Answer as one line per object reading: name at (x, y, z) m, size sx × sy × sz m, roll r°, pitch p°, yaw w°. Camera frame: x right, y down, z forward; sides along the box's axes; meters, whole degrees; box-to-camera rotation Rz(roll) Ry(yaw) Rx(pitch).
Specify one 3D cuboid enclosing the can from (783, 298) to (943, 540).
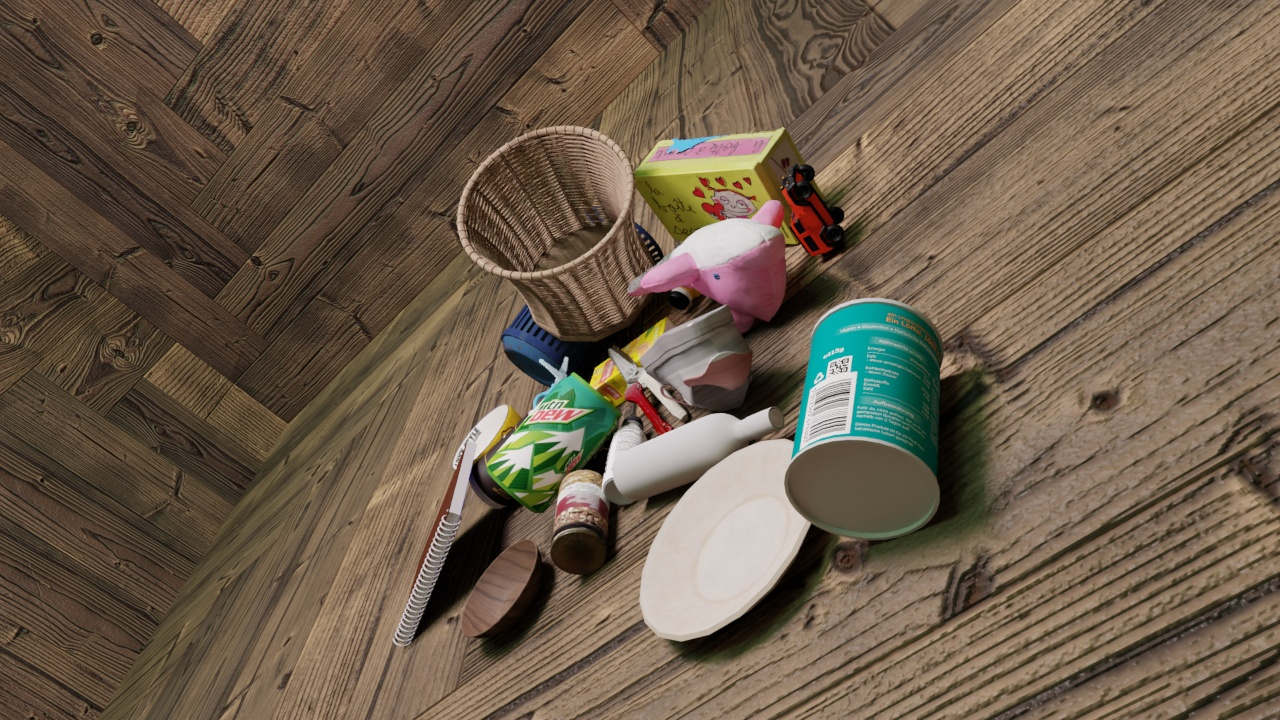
can at (0.162, 0.039, 0.651) m, size 0.099 × 0.099 × 0.143 m, roll -31°, pitch 26°, yaw 38°

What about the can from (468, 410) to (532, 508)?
can at (-0.155, 0.127, 1.181) m, size 0.129 × 0.072 × 0.071 m, roll -43°, pitch 20°, yaw 14°

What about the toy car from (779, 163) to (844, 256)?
toy car at (0.180, -0.157, 0.974) m, size 0.049 × 0.100 × 0.051 m, roll -29°, pitch 24°, yaw 29°

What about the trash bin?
trash bin at (-0.089, -0.086, 1.346) m, size 0.249 × 0.139 × 0.139 m, roll -56°, pitch 21°, yaw -17°

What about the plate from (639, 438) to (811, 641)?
plate at (0.074, 0.146, 0.738) m, size 0.189 × 0.027 × 0.188 m, roll -41°, pitch 21°, yaw 19°

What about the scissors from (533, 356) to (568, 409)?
scissors at (-0.088, 0.033, 1.204) m, size 0.138 × 0.118 × 0.015 m, roll -82°, pitch -2°, yaw -52°

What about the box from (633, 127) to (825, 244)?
box at (0.102, -0.211, 1.134) m, size 0.221 × 0.124 × 0.079 m, roll 9°, pitch 56°, yaw 46°

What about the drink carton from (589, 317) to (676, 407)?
drink carton at (-0.007, 0.007, 1.141) m, size 0.135 × 0.043 × 0.058 m, roll -35°, pitch 25°, yaw 33°

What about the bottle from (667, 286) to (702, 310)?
bottle at (0.082, -0.128, 1.207) m, size 0.043 × 0.043 × 0.143 m, roll -14°, pitch 39°, yaw 57°

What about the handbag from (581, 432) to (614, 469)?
handbag at (-0.063, 0.093, 1.102) m, size 0.079 × 0.054 × 0.128 m, roll -32°, pitch 20°, yaw 11°

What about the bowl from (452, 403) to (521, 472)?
bowl at (-0.199, 0.125, 1.280) m, size 0.117 × 0.067 × 0.117 m, roll -40°, pitch 22°, yaw 19°

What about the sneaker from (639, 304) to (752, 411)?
sneaker at (0.063, 0.013, 0.936) m, size 0.099 × 0.089 × 0.236 m, roll -23°, pitch -6°, yaw -6°

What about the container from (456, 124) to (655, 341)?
container at (-0.093, -0.151, 1.187) m, size 0.227 × 0.196 × 0.226 m, roll -7°, pitch 61°, yaw 13°

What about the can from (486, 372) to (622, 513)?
can at (-0.094, 0.090, 1.013) m, size 0.144 × 0.083 × 0.083 m, roll -49°, pitch 20°, yaw -5°

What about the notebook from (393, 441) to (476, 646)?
notebook at (-0.259, 0.232, 1.169) m, size 0.171 × 0.022 × 0.209 m, roll -95°, pitch 28°, yaw -64°

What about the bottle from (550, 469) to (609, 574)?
bottle at (-0.060, 0.164, 0.941) m, size 0.056 × 0.056 × 0.105 m, roll -40°, pitch 21°, yaw 20°

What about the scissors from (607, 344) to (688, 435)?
scissors at (-0.002, 0.034, 1.055) m, size 0.189 × 0.015 × 0.139 m, roll -2°, pitch 59°, yaw 48°

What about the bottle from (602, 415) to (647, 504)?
bottle at (-0.014, 0.102, 0.983) m, size 0.041 × 0.041 × 0.115 m, roll -37°, pitch 23°, yaw 27°

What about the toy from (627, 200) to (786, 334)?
toy at (0.092, -0.090, 1.020) m, size 0.186 × 0.128 × 0.266 m, roll -28°, pitch 11°, yaw -15°

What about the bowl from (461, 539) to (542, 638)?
bowl at (-0.140, 0.250, 0.981) m, size 0.119 × 0.032 × 0.119 m, roll -41°, pitch 21°, yaw 19°

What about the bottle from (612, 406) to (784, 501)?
bottle at (0.055, 0.083, 0.859) m, size 0.196 × 0.052 × 0.052 m, roll -28°, pitch 28°, yaw 43°
